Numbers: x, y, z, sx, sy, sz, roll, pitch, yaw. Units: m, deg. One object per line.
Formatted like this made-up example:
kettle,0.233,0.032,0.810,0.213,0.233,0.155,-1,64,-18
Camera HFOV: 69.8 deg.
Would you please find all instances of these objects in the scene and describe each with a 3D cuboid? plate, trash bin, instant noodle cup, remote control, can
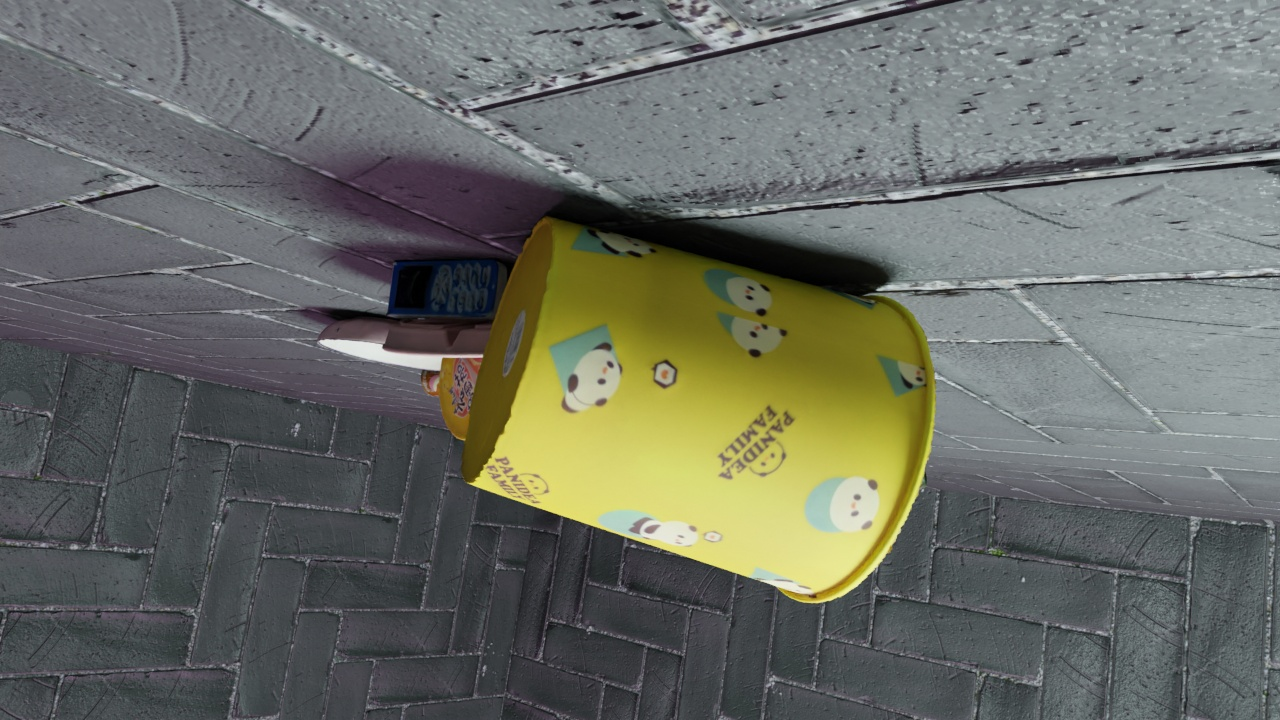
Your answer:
plate,-0.308,-0.023,1.164,0.192,0.039,0.192,8,171,1
trash bin,0.027,0.027,0.636,0.255,0.229,0.230,17,169,-17
instant noodle cup,-0.152,0.025,1.053,0.109,0.138,0.138,5,175,-37
remote control,-0.164,-0.059,0.773,0.125,0.049,0.024,3,173,31
plate,-0.114,-0.026,0.823,0.229,0.028,0.229,-1,-175,0
can,-0.261,0.029,1.387,0.147,0.058,0.058,3,170,30

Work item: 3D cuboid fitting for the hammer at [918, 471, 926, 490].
hammer,0.204,0.099,1.125,0.126,0.032,0.323,-7,-163,-16

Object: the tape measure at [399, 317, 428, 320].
tape measure,-0.212,-0.041,0.981,0.066,0.033,0.065,6,172,18
